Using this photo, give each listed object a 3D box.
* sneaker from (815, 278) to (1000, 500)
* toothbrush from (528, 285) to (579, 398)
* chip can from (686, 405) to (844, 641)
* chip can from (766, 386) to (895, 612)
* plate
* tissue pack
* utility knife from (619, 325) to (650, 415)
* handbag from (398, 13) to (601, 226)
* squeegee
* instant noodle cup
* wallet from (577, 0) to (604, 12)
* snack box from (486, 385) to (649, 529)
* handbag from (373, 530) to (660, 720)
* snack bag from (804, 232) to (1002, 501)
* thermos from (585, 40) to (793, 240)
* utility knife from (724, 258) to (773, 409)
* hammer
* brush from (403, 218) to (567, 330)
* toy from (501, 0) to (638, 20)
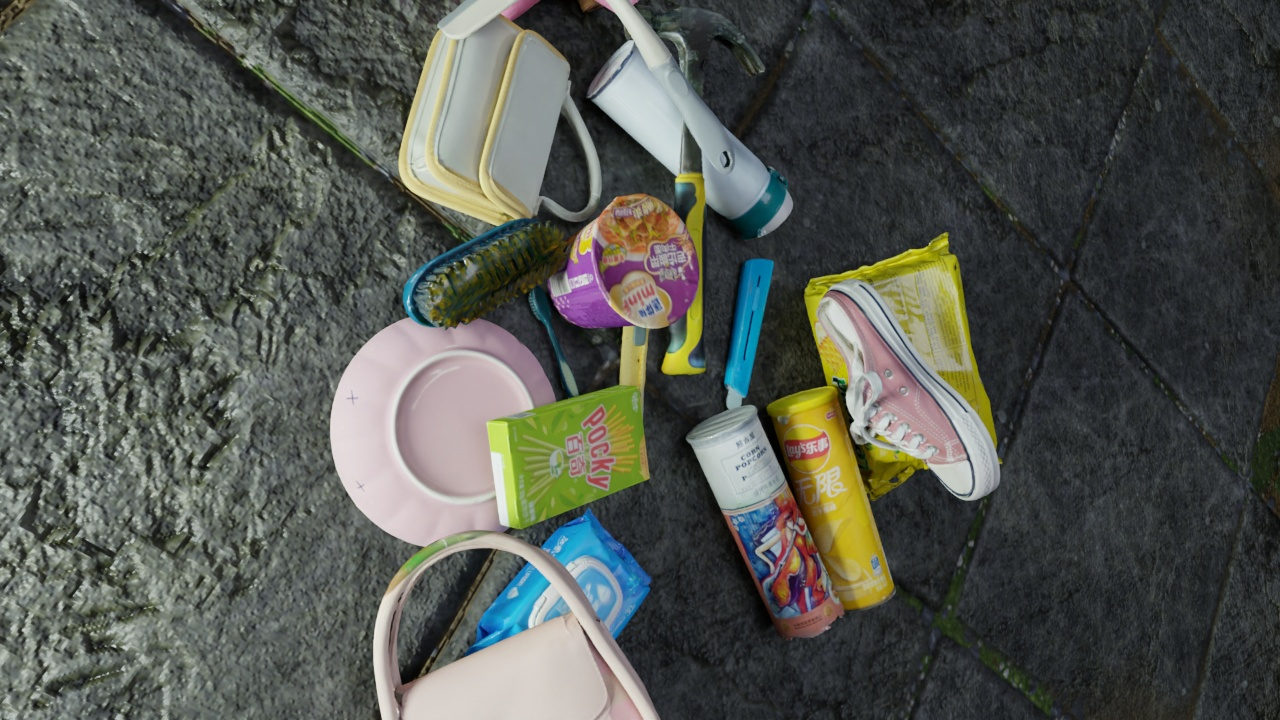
[{"bbox_3d":[0.233,0.040,0.854,0.087,0.118,0.241,-35,88,-19],"label":"sneaker"},{"bbox_3d":[-0.062,0.026,0.802,0.016,0.018,0.191,-23,98,-32],"label":"toothbrush"},{"bbox_3d":[0.118,0.153,0.862,0.071,0.071,0.215,-30,100,-31],"label":"chip can"},{"bbox_3d":[0.189,0.135,0.907,0.071,0.072,0.213,-21,94,-32],"label":"chip can"},{"bbox_3d":[-0.145,0.053,0.732,0.192,0.039,0.192,5,81,-31],"label":"plate"},{"bbox_3d":[-0.063,0.208,0.754,0.095,0.052,0.156,51,62,-15],"label":"tissue pack"},{"bbox_3d":[-0.005,0.005,0.842,0.031,0.018,0.151,8,84,-24],"label":"utility knife"},{"bbox_3d":[-0.100,-0.196,0.785,0.178,0.063,0.163,20,75,-32],"label":"handbag"},{"bbox_3d":[0.009,-0.252,0.754,0.246,0.039,0.246,-41,110,-4],"label":"squeegee"},{"bbox_3d":[-0.021,-0.076,0.787,0.111,0.099,0.111,6,80,-34],"label":"instant noodle cup"},{"bbox_3d":[-0.031,-0.407,0.866,0.118,0.035,0.130,-29,98,-29],"label":"wallet"},{"bbox_3d":[-0.055,0.075,0.757,0.156,0.026,0.086,-13,100,-48],"label":"snack box"},{"bbox_3d":[-0.101,0.236,0.674,0.193,0.093,0.234,-23,93,-10],"label":"handbag"},{"bbox_3d":[0.271,0.008,0.941,0.158,0.068,0.246,-15,94,-3],"label":"snack bag"},{"bbox_3d":[0.055,-0.204,0.873,0.224,0.073,0.073,37,66,-22],"label":"thermos"},{"bbox_3d":[0.105,-0.025,0.909,0.034,0.018,0.165,18,76,-29],"label":"utility knife"},{"bbox_3d":[0.048,-0.147,0.828,0.126,0.032,0.323,-4,102,-19],"label":"hammer"},{"bbox_3d":[-0.130,-0.072,0.739,0.143,0.074,0.055,-35,123,-33],"label":"brush"},{"bbox_3d":[-0.085,-0.366,0.797,0.194,0.074,0.178,24,97,-13],"label":"toy"}]
